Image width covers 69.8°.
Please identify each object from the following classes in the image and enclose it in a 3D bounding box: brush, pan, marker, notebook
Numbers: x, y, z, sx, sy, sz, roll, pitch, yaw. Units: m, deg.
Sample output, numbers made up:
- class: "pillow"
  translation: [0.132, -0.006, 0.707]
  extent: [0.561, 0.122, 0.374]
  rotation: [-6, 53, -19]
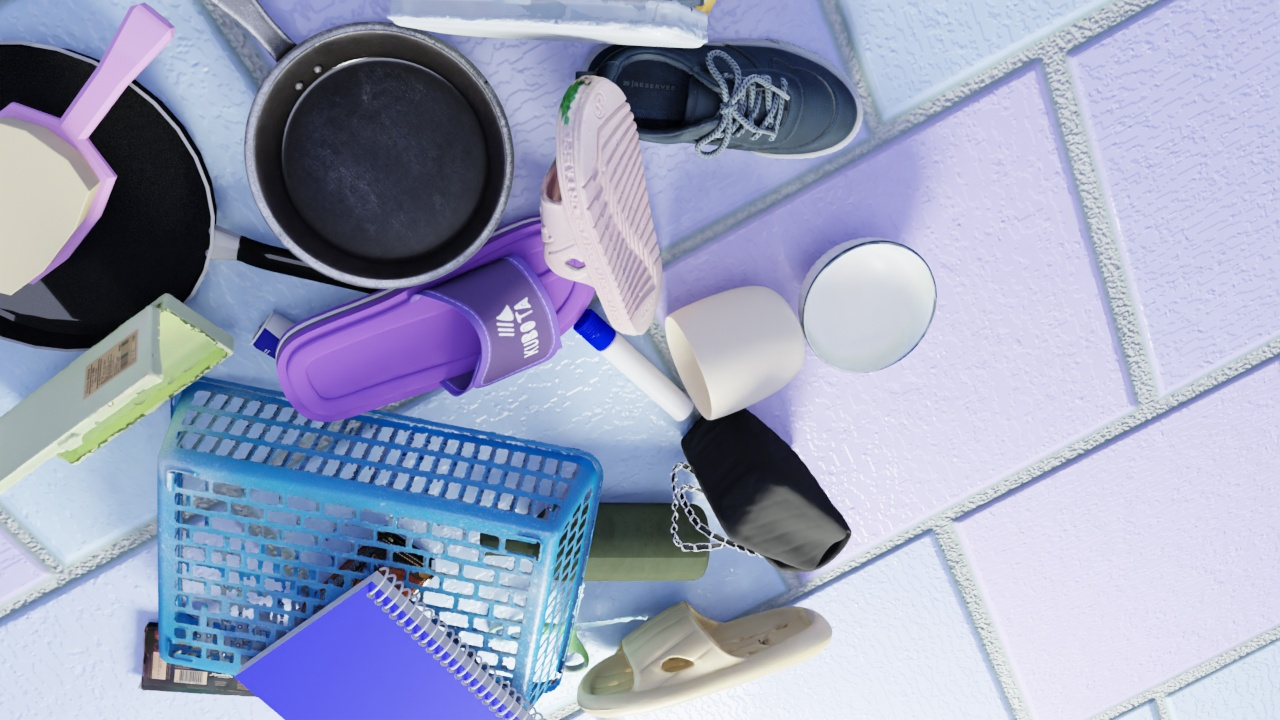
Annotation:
- class: "brush"
  translation: [-0.394, -0.143, 0.616]
  extent: [0.089, 0.043, 0.229]
  rotation: [40, 104, -23]
- class: "pan"
  translation: [-0.366, -0.101, 0.685]
  extent: [0.356, 0.034, 0.226]
  rotation: [13, 111, -15]
- class: "pan"
  translation: [-0.242, -0.208, 0.648]
  extent: [0.187, 0.055, 0.357]
  rotation: [-42, 101, -2]
- class: "marker"
  translation: [-0.005, 0.005, 0.804]
  extent: [0.023, 0.027, 0.133]
  rotation: [-43, 116, 10]
- class: "notebook"
  translation: [-0.194, 0.281, 0.746]
  extent: [0.172, 0.022, 0.209]
  rotation: [-35, 107, 18]

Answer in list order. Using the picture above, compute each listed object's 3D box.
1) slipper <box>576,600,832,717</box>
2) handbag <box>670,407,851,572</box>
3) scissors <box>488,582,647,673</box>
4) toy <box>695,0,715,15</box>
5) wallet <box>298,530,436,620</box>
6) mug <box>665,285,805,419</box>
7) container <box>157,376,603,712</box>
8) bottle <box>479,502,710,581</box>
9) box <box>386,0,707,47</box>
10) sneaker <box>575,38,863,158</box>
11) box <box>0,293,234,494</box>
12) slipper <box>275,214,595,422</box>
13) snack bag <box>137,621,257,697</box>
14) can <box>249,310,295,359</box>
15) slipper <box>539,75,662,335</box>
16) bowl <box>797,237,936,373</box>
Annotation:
- class: "slipper"
  translation: [0.059, 0.273, 0.903]
  extent: [0.261, 0.111, 0.079]
  rotation: [-12, 94, -9]
- class: "handbag"
  translation: [0.099, 0.125, 0.808]
  extent: [0.125, 0.153, 0.115]
  rotation: [33, 101, -26]
- class: "scissors"
  translation: [-0.076, 0.257, 0.878]
  extent: [0.160, 0.024, 0.172]
  rotation: [15, 133, 3]
- class: "toy"
  translation: [-0.015, -0.342, 0.580]
  extent: [0.267, 0.140, 0.247]
  rotation: [10, 138, -12]
- class: "wallet"
  translation: [-0.255, 0.216, 0.856]
  extent: [0.123, 0.019, 0.072]
  rotation: [-45, 117, 11]
- class: "mug"
  translation: [0.085, -0.007, 0.783]
  extent: [0.099, 0.096, 0.120]
  rotation: [-22, 154, -9]
- class: "container"
  translation: [-0.229, 0.174, 0.764]
  extent: [0.362, 0.089, 0.257]
  rotation: [11, 112, -2]
- class: "bottle"
  translation: [-0.043, 0.167, 0.844]
  extent: [0.206, 0.071, 0.071]
  rotation: [2, 113, -11]
- class: "box"
  translation: [-0.061, -0.226, 0.607]
  extent: [0.216, 0.083, 0.122]
  rotation: [4, 161, 23]
- class: "sneaker"
  translation: [0.065, -0.197, 0.691]
  extent: [0.235, 0.087, 0.089]
  rotation: [2, 113, -11]
- class: "box"
  translation: [-0.403, 0.034, 0.701]
  extent: [0.188, 0.091, 0.083]
  rotation: [-29, 150, 17]
- class: "slipper"
  translation: [-0.144, -0.018, 0.709]
  extent: [0.266, 0.084, 0.107]
  rotation: [-23, 123, -11]
- class: "snack bag"
  translation: [-0.386, 0.286, 0.865]
  extent: [0.155, 0.018, 0.075]
  rotation: [10, 112, -15]
- class: "can"
  translation: [-0.267, -0.002, 0.749]
  extent: [0.095, 0.032, 0.032]
  rotation: [35, 104, -22]
- class: "slipper"
  translation: [-0.036, -0.103, 0.687]
  extent: [0.064, 0.094, 0.239]
  rotation: [11, 151, 19]
- class: "bowl"
  translation: [0.187, -0.054, 0.791]
  extent: [0.118, 0.062, 0.118]
  rotation: [-4, 114, -9]
